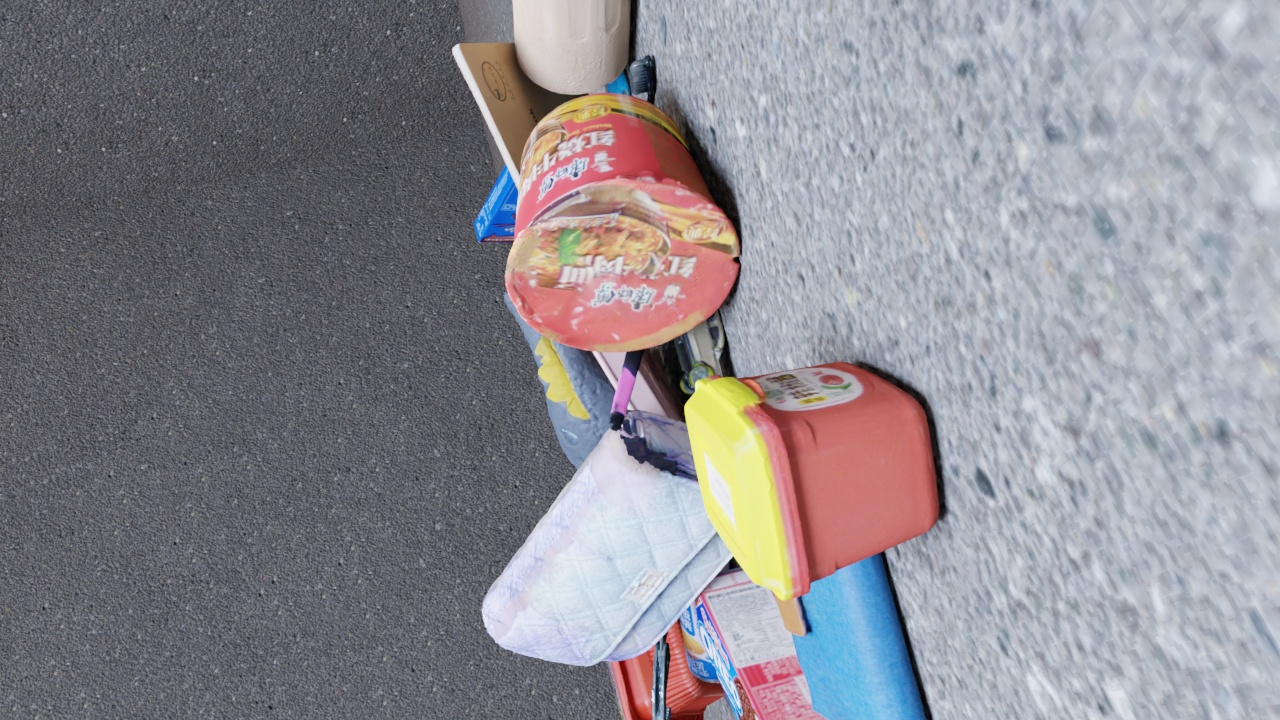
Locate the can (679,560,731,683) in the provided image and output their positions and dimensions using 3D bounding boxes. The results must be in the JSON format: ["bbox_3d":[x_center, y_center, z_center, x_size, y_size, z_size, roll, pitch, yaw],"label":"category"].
[{"bbox_3d":[0.061,0.228,0.834,0.053,0.053,0.135,-118,16,-58],"label":"can"}]

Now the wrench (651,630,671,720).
[{"bbox_3d":[0.026,0.204,0.846,0.056,0.016,0.272,73,-160,-63],"label":"wrench"}]

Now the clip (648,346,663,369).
[{"bbox_3d":[0.000,-0.004,0.920,0.103,0.035,0.092,76,173,-74],"label":"clip"}]

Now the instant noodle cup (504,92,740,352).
[{"bbox_3d":[-0.016,-0.088,0.568,0.138,0.138,0.108,85,176,-50],"label":"instant noodle cup"}]

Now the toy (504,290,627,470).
[{"bbox_3d":[-0.031,0.063,0.879,0.137,0.091,0.356,60,180,37],"label":"toy"}]

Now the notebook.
[{"bbox_3d":[-0.063,-0.173,0.704,0.148,0.008,0.207,65,-158,-11],"label":"notebook"}]

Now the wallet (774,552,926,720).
[{"bbox_3d":[0.100,0.126,0.472,0.106,0.040,0.133,149,107,-77],"label":"wallet"}]

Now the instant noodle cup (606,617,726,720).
[{"bbox_3d":[0.030,0.297,0.947,0.188,0.079,0.164,34,-147,-61],"label":"instant noodle cup"}]

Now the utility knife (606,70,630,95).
[{"bbox_3d":[-0.026,-0.243,0.723,0.034,0.018,0.199,152,100,-79],"label":"utility knife"}]

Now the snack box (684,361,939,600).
[{"bbox_3d":[0.069,0.043,0.375,0.091,0.080,0.082,-132,30,-72],"label":"snack box"}]

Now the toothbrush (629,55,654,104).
[{"bbox_3d":[-0.001,-0.158,0.697,0.189,0.016,0.014,93,162,-62],"label":"toothbrush"}]

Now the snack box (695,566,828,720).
[{"bbox_3d":[0.092,0.219,0.610,0.207,0.058,0.057,-122,22,-64],"label":"snack box"}]

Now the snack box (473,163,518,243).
[{"bbox_3d":[-0.100,-0.170,0.910,0.158,0.084,0.026,-46,56,50],"label":"snack box"}]

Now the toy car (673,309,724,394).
[{"bbox_3d":[0.039,-0.013,0.627,0.042,0.035,0.090,126,131,-81],"label":"toy car"}]

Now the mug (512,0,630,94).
[{"bbox_3d":[-0.043,-0.267,0.635,0.104,0.084,0.124,99,-179,-67],"label":"mug"}]

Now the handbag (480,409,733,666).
[{"bbox_3d":[-0.010,0.131,0.644,0.194,0.134,0.075,-56,33,23],"label":"handbag"}]

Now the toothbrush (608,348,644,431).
[{"bbox_3d":[0.005,-0.035,0.612,0.018,0.014,0.188,110,176,-57],"label":"toothbrush"}]

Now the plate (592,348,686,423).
[{"bbox_3d":[-0.004,0.004,0.749,0.229,0.028,0.229,57,-176,-7],"label":"plate"}]

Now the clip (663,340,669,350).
[{"bbox_3d":[0.025,-0.037,0.741,0.025,0.031,0.057,161,99,-80],"label":"clip"}]
